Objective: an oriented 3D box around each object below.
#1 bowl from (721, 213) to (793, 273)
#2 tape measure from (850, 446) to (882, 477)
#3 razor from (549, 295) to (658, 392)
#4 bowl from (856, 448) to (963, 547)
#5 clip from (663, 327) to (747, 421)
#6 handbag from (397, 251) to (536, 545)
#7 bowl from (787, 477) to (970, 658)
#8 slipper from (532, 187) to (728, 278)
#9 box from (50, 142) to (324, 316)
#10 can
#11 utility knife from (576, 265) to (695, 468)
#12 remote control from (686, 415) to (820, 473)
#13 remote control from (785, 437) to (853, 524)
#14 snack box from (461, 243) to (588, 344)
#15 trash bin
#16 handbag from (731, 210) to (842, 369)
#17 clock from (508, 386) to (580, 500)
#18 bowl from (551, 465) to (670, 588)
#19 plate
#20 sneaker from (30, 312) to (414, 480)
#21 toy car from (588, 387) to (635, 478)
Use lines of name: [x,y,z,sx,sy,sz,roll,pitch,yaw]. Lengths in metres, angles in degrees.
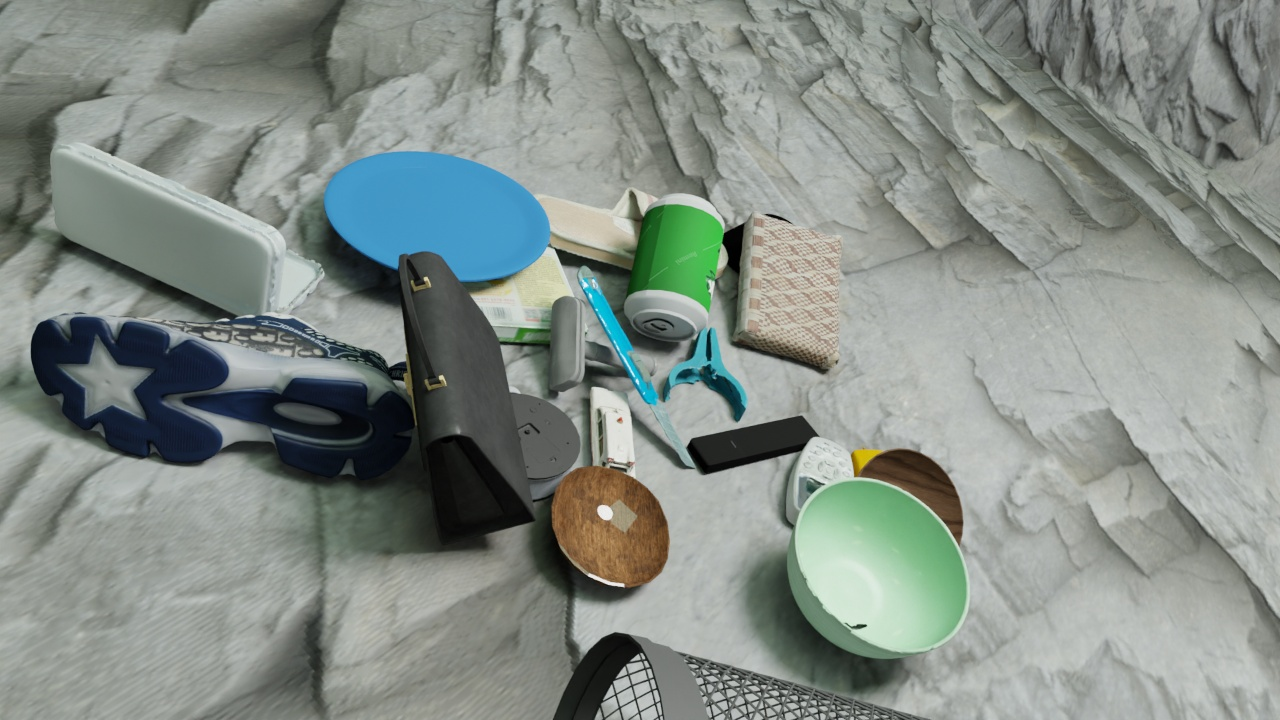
bowl: [0.164,-0.148,1.151,0.124,0.053,0.123,14,39,-12]
tape measure: [0.235,0.118,0.896,0.059,0.030,0.068,12,46,-13]
razor: [-0.033,-0.005,0.886,0.116,0.047,0.088,15,64,-35]
bowl: [0.237,0.142,0.843,0.119,0.032,0.119,5,75,-18]
clip: [0.056,0.015,0.930,0.120,0.033,0.122,-11,50,-31]
handbag: [-0.141,0.004,0.656,0.072,0.196,0.175,-14,55,-5]
bowl: [0.183,0.178,0.752,0.151,0.077,0.150,10,51,-12]
slipper: [-0.007,-0.153,1.055,0.262,0.052,0.115,7,42,-30]
box: [-0.388,-0.124,0.795,0.210,0.105,0.128,22,35,-3]
can: [0.036,-0.097,0.961,0.087,0.088,0.139,16,68,-10]
utility knife: [-0.005,0.005,0.856,0.031,0.015,0.220,-18,78,-58]
remote control: [0.112,0.080,0.890,0.149,0.013,0.034,-8,48,-35]
remote control: [0.171,0.118,0.864,0.060,0.028,0.114,26,38,3]
snack box: [-0.139,-0.081,0.937,0.131,0.027,0.168,2,43,-27]
trash bin: [0.074,0.277,0.487,0.227,0.218,0.217,16,39,-16]
handbag: [0.172,-0.080,1.060,0.124,0.047,0.185,17,57,-11]
clock: [-0.109,0.066,0.775,0.122,0.035,0.094,40,41,21]
bowl: [-0.028,0.138,0.738,0.102,0.026,0.114,19,40,-15]
plate: [-0.204,-0.143,0.932,0.224,0.024,0.223,12,40,-10]
sneaker: [-0.308,0.006,0.711,0.269,0.103,0.132,13,25,-15]
toy car: [-0.024,0.062,0.820,0.039,0.039,0.113,12,40,-15]
